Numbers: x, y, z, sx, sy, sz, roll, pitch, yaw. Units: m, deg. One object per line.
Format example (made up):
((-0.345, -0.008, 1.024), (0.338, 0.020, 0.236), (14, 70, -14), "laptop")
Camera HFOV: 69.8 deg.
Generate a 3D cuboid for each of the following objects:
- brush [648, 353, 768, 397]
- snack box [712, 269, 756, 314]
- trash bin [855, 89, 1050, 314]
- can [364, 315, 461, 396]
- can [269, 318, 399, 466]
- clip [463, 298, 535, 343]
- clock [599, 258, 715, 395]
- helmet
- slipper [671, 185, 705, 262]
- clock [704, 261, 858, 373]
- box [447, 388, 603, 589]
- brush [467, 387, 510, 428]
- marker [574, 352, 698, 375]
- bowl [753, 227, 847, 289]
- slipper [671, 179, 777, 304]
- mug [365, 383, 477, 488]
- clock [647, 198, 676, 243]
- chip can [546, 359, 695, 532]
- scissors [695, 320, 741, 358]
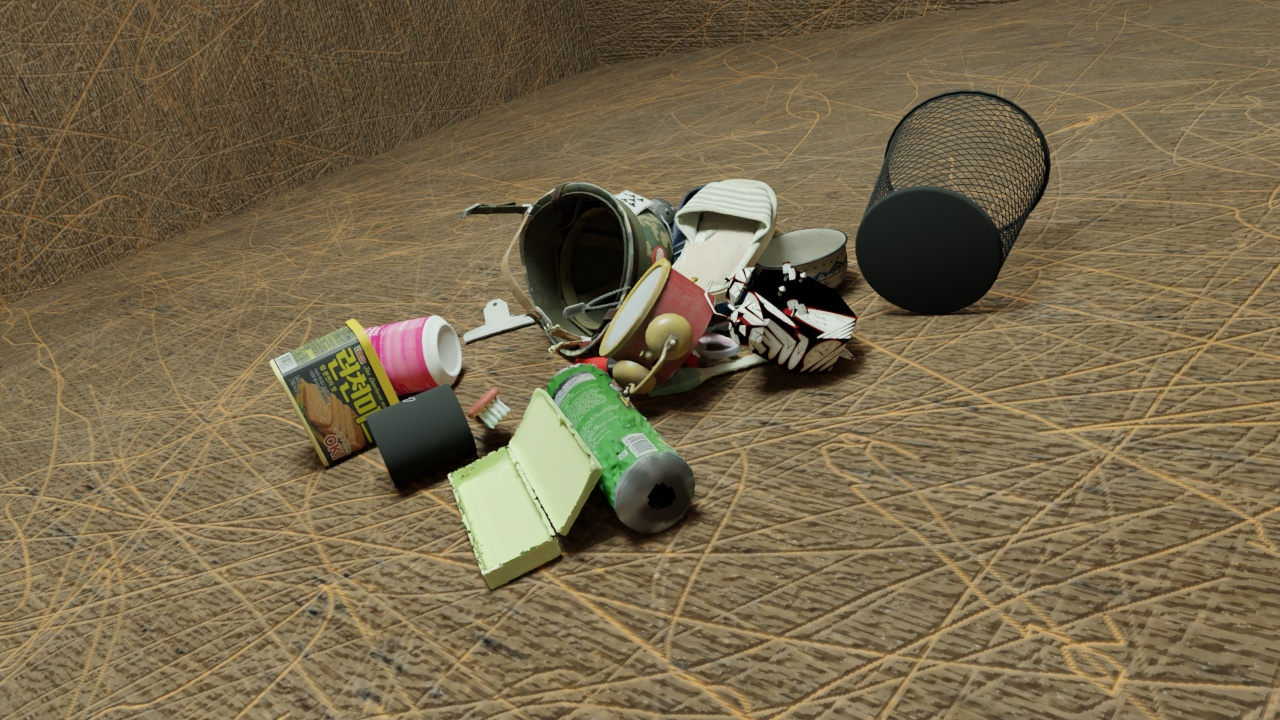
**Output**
((0.111, 0.002, 0.960), (0.217, 0.012, 0.033), (-16, 24, -2), "brush")
((0.111, -0.103, 1.147), (0.153, 0.033, 0.088), (-34, 25, -35), "snack box")
((0.332, -0.165, 0.994), (0.184, 0.184, 0.209), (0, 35, 32), "trash bin")
((-0.309, 0.001, 1.124), (0.166, 0.088, 0.088), (-9, 25, 14), "can")
((-0.332, 0.037, 1.014), (0.101, 0.131, 0.072), (-28, 27, -19), "can")
((-0.192, -0.052, 1.254), (0.101, 0.041, 0.054), (-16, 43, -1), "clip")
((0.022, -0.023, 0.922), (0.117, 0.081, 0.158), (-48, 15, 34), "clock")
((-0.071, -0.108, 1.068), (0.235, 0.192, 0.225), (-17, -17, -25), "helmet")
((0.100, -0.193, 1.241), (0.105, 0.095, 0.252), (-28, 10, 28), "slipper")
((0.138, -0.051, 0.904), (0.154, 0.065, 0.114), (15, 37, -11), "clock")
((-0.101, 0.109, 0.809), (0.140, 0.048, 0.188), (-48, 28, -1), "box")
((-0.158, 0.051, 0.960), (0.041, 0.030, 0.172), (-46, 7, -9), "brush")
((-0.006, 0.006, 1.010), (0.145, 0.021, 0.023), (-3, 50, 27), "marker")
((0.191, -0.107, 1.084), (0.115, 0.059, 0.115), (-13, 24, 6), "bowl")
((0.096, -0.151, 1.078), (0.114, 0.054, 0.271), (7, 40, 14), "slipper")
((-0.224, 0.077, 0.940), (0.088, 0.078, 0.114), (-23, -1, -16), "mug")
((0.034, -0.185, 1.306), (0.043, 0.091, 0.123), (-24, 20, -18), "clock")
((-0.024, 0.071, 0.819), (0.075, 0.075, 0.223), (-22, 26, -13), "chip can")
((0.082, -0.029, 1.030), (0.171, 0.014, 0.167), (-7, 20, 16), "scissors")
